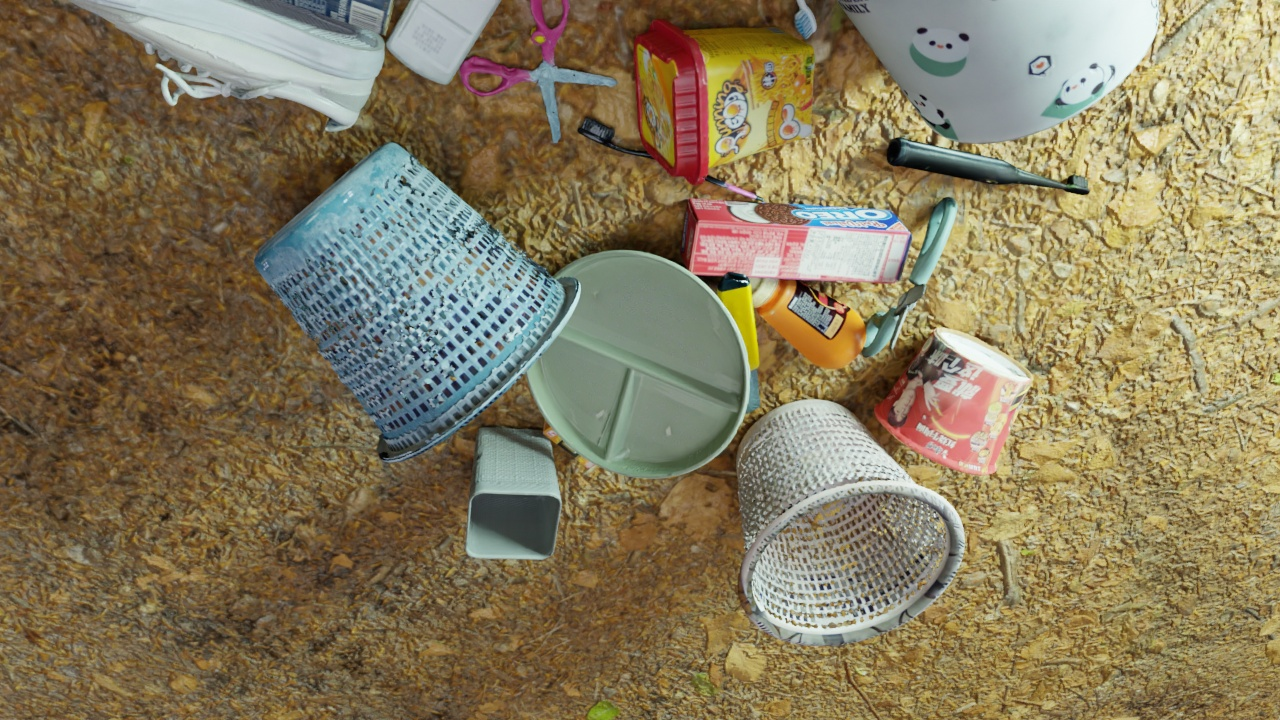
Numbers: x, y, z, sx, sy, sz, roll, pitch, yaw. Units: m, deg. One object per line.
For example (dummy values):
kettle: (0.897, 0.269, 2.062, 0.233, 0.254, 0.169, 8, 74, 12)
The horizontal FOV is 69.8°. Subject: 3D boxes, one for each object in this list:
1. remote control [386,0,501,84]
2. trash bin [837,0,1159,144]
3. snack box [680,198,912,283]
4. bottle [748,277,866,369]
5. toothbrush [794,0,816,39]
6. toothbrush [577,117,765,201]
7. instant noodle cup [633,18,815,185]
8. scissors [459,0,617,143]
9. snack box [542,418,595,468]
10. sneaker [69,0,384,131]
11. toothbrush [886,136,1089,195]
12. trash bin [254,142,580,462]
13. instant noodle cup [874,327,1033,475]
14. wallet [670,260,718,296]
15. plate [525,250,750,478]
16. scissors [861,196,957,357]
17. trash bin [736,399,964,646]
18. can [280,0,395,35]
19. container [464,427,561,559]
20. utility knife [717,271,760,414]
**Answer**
remote control: (-0.138, -0.289, 0.713, 0.058, 0.021, 0.150, 29, 115, -26)
trash bin: (0.234, -0.308, 0.649, 0.230, 0.229, 0.252, -36, 128, 15)
snack box: (0.144, -0.111, 0.861, 0.207, 0.057, 0.058, 2, 122, -10)
bottle: (0.152, -0.050, 0.905, 0.149, 0.066, 0.067, 32, 114, -18)
toothbrush: (0.096, -0.351, 0.705, 0.026, 0.027, 0.221, -45, 127, -19)
toothbrush: (0.032, -0.178, 0.823, 0.189, 0.014, 0.018, 17, 108, -20)
instant noodle cup: (0.069, -0.218, 0.749, 0.123, 0.116, 0.116, -14, 126, -14)
scissors: (-0.086, -0.241, 0.761, 0.136, 0.017, 0.133, -11, 129, -5)
snack box: (-0.021, 0.055, 0.948, 0.154, 0.026, 0.075, -30, 126, 28)
sneaker: (-0.322, -0.239, 0.686, 0.242, 0.089, 0.091, 14, 125, -25)
toothbrush: (0.332, -0.179, 0.863, 0.212, 0.027, 0.026, 6, 167, -15)
trash bin: (-0.195, -0.062, 0.763, 0.227, 0.226, 0.195, -35, 110, 15)
instant noodle cup: (0.328, 0.037, 0.951, 0.137, 0.137, 0.109, 15, 113, -19)
wallet: (0.035, -0.034, 0.913, 0.101, 0.032, 0.125, 27, 117, -28)
plate: (-0.005, 0.005, 0.874, 0.230, 0.027, 0.230, 7, 112, 19)
scissors: (0.258, -0.074, 0.885, 0.019, 0.175, 0.169, 26, 77, 4)
trash bin: (0.193, 0.154, 0.966, 0.227, 0.192, 0.228, -4, 125, -7)
can: (-0.229, -0.291, 0.666, 0.111, 0.075, 0.075, 14, 121, -18)
container: (-0.133, 0.133, 0.950, 0.090, 0.114, 0.090, 4, 123, -12)
utility knife: (0.101, -0.011, 0.917, 0.033, 0.015, 0.231, -8, 142, 6)
